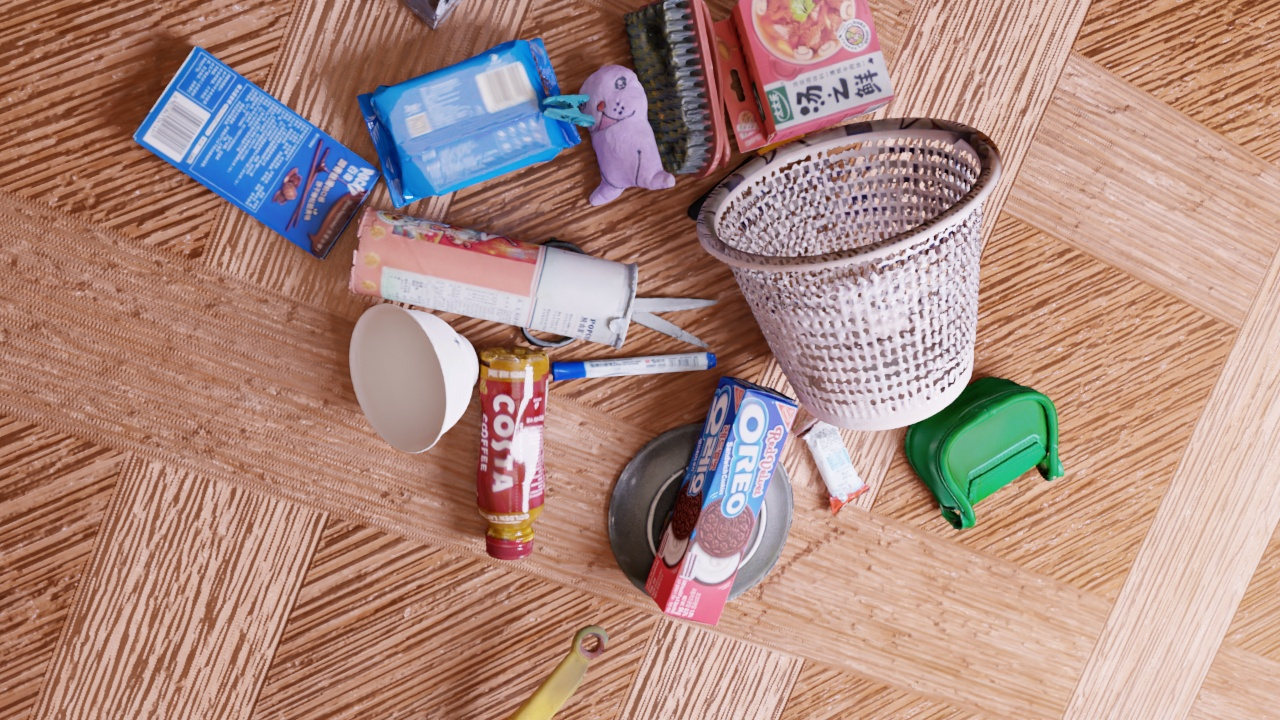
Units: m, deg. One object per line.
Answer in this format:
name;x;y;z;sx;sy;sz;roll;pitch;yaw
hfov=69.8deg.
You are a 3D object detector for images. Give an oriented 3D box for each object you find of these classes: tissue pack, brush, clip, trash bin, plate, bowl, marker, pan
tissue pack;-0.134;-0.185;0.718;0.157;0.052;0.095;-22;102;-9
brush;0.039;-0.223;0.752;0.069;0.063;0.146;-24;107;-39
clip;-0.056;-0.196;0.713;0.056;0.015;0.049;-17;94;-53
trash bin;0.179;-0.060;0.739;0.227;0.227;0.192;-27;123;-8
plate;0.059;0.145;0.835;0.179;0.024;0.179;-2;100;-12
bowl;-0.169;0.008;0.729;0.064;0.118;0.118;-20;108;-50
marker;-0.005;0.005;0.800;0.145;0.017;0.017;-4;100;-13
marker;0.091;-0.163;0.795;0.124;0.015;0.018;-39;108;-2
pan;-0.143;0.363;0.797;0.197;0.078;0.357;35;90;-17

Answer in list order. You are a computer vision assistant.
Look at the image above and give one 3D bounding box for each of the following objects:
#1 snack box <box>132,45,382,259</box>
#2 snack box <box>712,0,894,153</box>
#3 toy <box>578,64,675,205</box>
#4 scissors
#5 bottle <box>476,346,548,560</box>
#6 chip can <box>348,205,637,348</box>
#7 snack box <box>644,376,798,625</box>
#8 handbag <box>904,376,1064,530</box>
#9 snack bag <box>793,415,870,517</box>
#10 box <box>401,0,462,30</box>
snack box;-0.288;-0.155;0.700;0.157;0.026;0.084;35;91;-16
snack box;0.129;-0.246;0.755;0.127;0.044;0.113;-18;94;-1
toy;-0.019;-0.184;0.746;0.084;0.038;0.108;-11;99;34
scissors;-0.024;-0.046;0.790;0.170;0.014;0.159;-36;107;-7
bottle;-0.107;0.078;0.766;0.057;0.057;0.175;0;99;-14
chip can;-0.114;-0.064;0.723;0.214;0.071;0.071;11;97;-8
snack box;0.068;0.119;0.791;0.057;0.058;0.207;18;94;-20
handbag;0.328;0.086;0.866;0.131;0.068;0.120;-31;106;-6
snack bag;0.179;0.094;0.853;0.048;0.026;0.104;-34;105;-12
box;-0.175;-0.340;0.618;0.193;0.183;0.157;44;87;-19
